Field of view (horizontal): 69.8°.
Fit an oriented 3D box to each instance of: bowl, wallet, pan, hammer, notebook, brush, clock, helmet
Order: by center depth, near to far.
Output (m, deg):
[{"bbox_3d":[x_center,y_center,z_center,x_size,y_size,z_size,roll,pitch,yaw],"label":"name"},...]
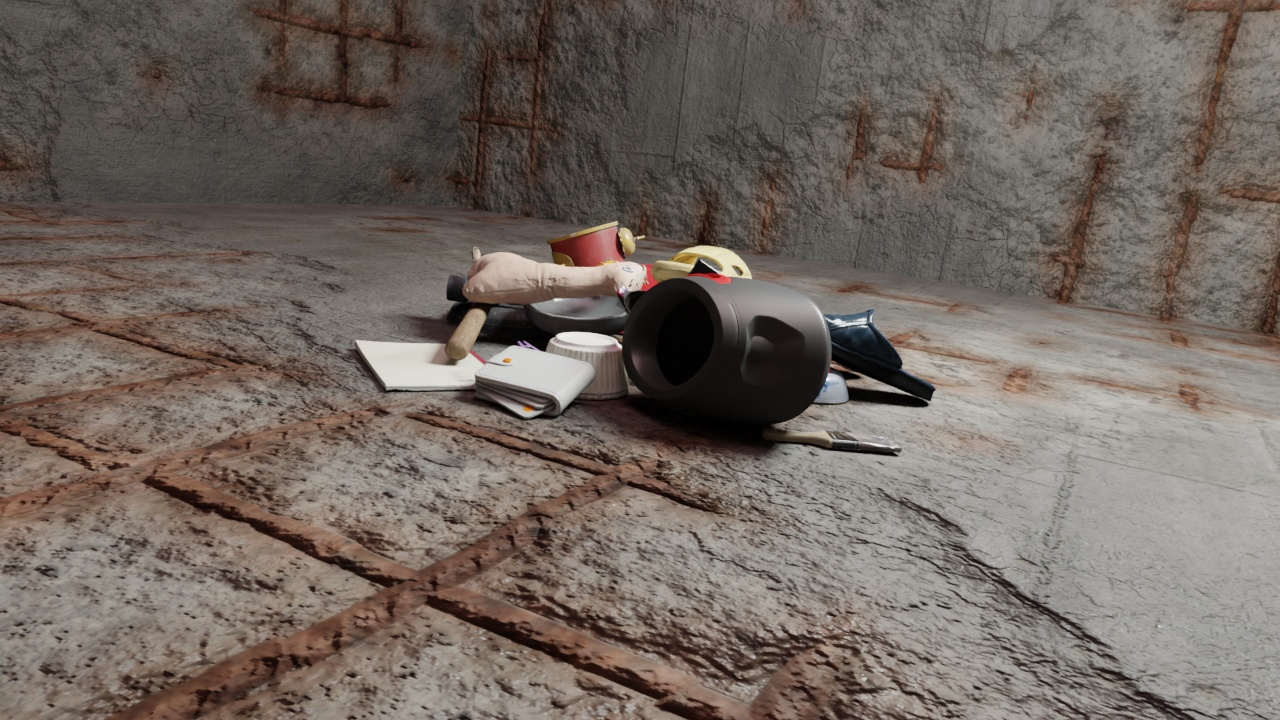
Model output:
[{"bbox_3d":[0.208,0.087,1.005,0.151,0.012,0.039,4,13,-5],"label":"brush"},{"bbox_3d":[-0.128,0.028,1.028,0.118,0.037,0.115,12,29,21],"label":"wallet"},{"bbox_3d":[0.114,-0.009,1.039,0.169,0.164,0.265,11,-2,-34],"label":"helmet"},{"bbox_3d":[-0.068,0.003,1.124,0.115,0.062,0.115,6,13,-2],"label":"bowl"},{"bbox_3d":[-0.260,0.005,1.139,0.152,0.012,0.209,1,14,-27],"label":"notebook"},{"bbox_3d":[0.225,0.022,1.229,0.114,0.045,0.114,6,13,-2],"label":"bowl"},{"bbox_3d":[-0.230,-0.061,1.288,0.129,0.040,0.321,7,18,-3],"label":"hammer"},{"bbox_3d":[-0.003,-0.082,1.395,0.356,0.041,0.178,-6,24,-19],"label":"pan"},{"bbox_3d":[-0.145,-0.060,1.439,0.357,0.040,0.207,13,14,31],"label":"pan"},{"bbox_3d":[-0.067,-0.173,1.476,0.158,0.081,0.117,-18,9,-17],"label":"clock"}]

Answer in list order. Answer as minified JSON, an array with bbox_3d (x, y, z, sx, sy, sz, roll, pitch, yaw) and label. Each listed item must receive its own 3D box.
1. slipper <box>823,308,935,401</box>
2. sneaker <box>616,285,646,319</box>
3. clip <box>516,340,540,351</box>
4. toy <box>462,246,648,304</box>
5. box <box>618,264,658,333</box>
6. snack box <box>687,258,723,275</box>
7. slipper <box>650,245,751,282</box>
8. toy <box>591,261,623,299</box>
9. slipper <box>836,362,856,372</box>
[{"bbox_3d":[0.291,-0.033,1.241,0.265,0.083,0.109,24,2,-10],"label":"slipper"},{"bbox_3d":[0.088,-0.043,1.223,0.263,0.096,0.129,11,-29,26],"label":"sneaker"},{"bbox_3d":[-0.163,-0.015,1.277,0.052,0.014,0.042,19,20,35],"label":"clip"},{"bbox_3d":[-0.125,-0.131,1.336,0.264,0.065,0.195,-7,35,-4],"label":"toy"},{"bbox_3d":[-0.009,-0.101,1.527,0.157,0.112,0.134,7,17,1],"label":"box"},{"bbox_3d":[0.065,-0.045,1.163,0.080,0.148,0.025,35,12,-7],"label":"snack box"},{"bbox_3d":[0.112,-0.116,1.279,0.111,0.079,0.261,12,-5,30],"label":"slipper"},{"bbox_3d":[-0.053,-0.121,1.386,0.049,0.030,0.111,23,41,32],"label":"toy"},{"bbox_3d":[0.227,-0.018,1.339,0.246,0.075,0.112,11,10,-19],"label":"slipper"}]
